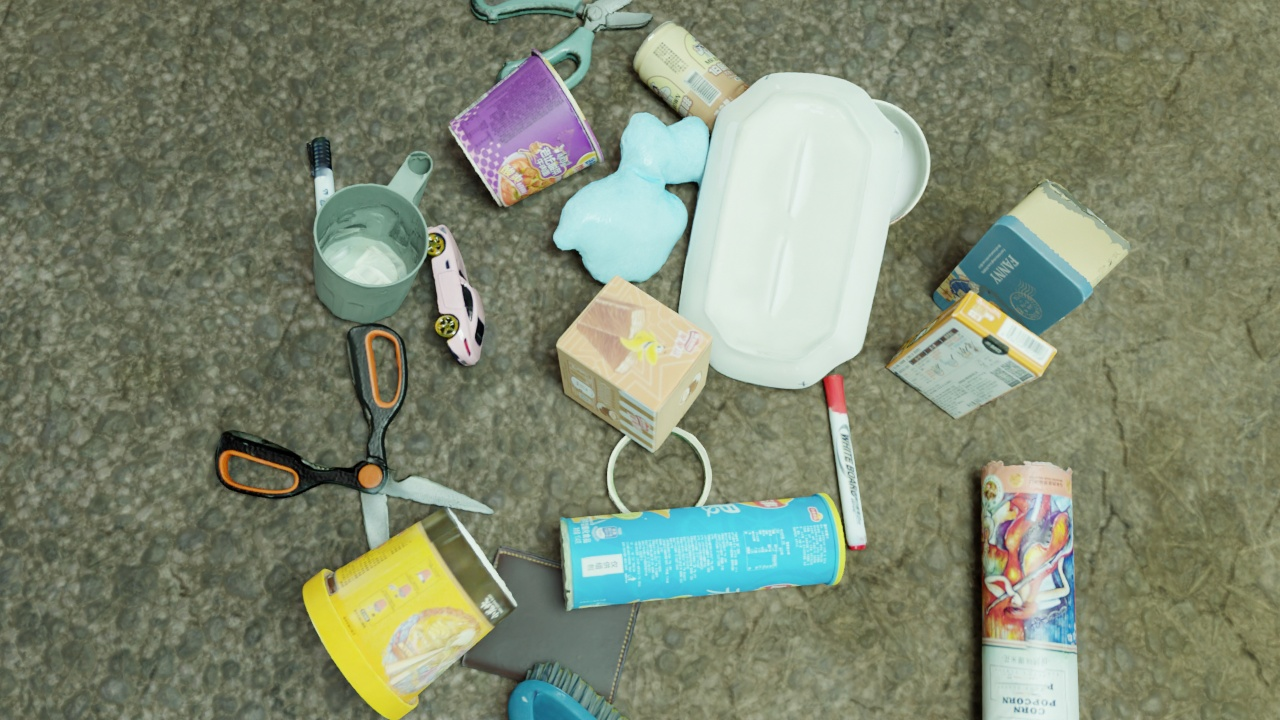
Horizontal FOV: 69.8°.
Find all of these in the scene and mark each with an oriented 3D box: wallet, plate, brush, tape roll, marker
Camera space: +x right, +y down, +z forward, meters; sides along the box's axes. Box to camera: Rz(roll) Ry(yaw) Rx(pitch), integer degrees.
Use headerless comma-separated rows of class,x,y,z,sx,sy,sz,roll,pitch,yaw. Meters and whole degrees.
wallet,-0.067,0.206,0.717,0.122,0.020,0.096,15,70,3
plate,0.122,-0.109,0.759,0.162,0.034,0.265,12,92,10
brush,-0.038,0.286,0.662,0.144,0.073,0.055,41,117,-1
tape roll,0.015,0.095,0.752,0.086,0.014,0.085,1,75,-3
marker,-0.275,-0.133,0.797,0.022,0.018,0.130,-10,75,4
marker,0.170,0.084,0.761,0.017,0.017,0.145,-4,75,-4

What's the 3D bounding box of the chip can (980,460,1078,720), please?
chip can,0.301,0.189,0.712,0.071,0.071,0.214,6,74,-1

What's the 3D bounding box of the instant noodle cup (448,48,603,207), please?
instant noodle cup,-0.100,-0.189,0.779,0.099,0.111,0.111,-35,79,-1

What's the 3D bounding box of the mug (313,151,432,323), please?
mug,-0.210,-0.098,0.740,0.083,0.104,0.123,31,66,-10

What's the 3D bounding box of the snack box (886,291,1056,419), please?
snack box,0.251,0.000,0.716,0.075,0.154,0.026,37,76,7

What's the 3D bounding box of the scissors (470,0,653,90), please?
scissors,-0.081,-0.324,0.856,0.176,0.019,0.172,-38,79,-10

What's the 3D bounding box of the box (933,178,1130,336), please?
box,0.303,-0.068,0.722,0.062,0.184,0.090,-43,76,-9

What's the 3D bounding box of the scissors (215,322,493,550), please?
scissors,-0.228,0.078,0.744,0.233,0.022,0.220,9,80,-1

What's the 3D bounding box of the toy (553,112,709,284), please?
toy,0.000,-0.131,0.781,0.161,0.050,0.156,-3,99,-28

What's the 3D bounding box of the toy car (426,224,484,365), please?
toy car,-0.152,-0.055,0.762,0.037,0.056,0.122,-12,76,-2

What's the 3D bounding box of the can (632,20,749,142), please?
can,0.052,-0.244,0.820,0.116,0.058,0.058,44,77,9

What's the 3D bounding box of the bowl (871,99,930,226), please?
bowl,0.188,-0.163,0.796,0.113,0.062,0.113,0,91,9

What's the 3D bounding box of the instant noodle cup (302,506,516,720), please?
instant noodle cup,-0.163,0.176,0.669,0.114,0.118,0.118,-36,80,-12

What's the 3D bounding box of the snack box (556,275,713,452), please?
snack box,-0.004,0.004,0.726,0.094,0.093,0.077,33,69,14

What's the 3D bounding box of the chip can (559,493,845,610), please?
chip can,0.045,0.146,0.705,0.210,0.071,0.071,-4,75,-7
